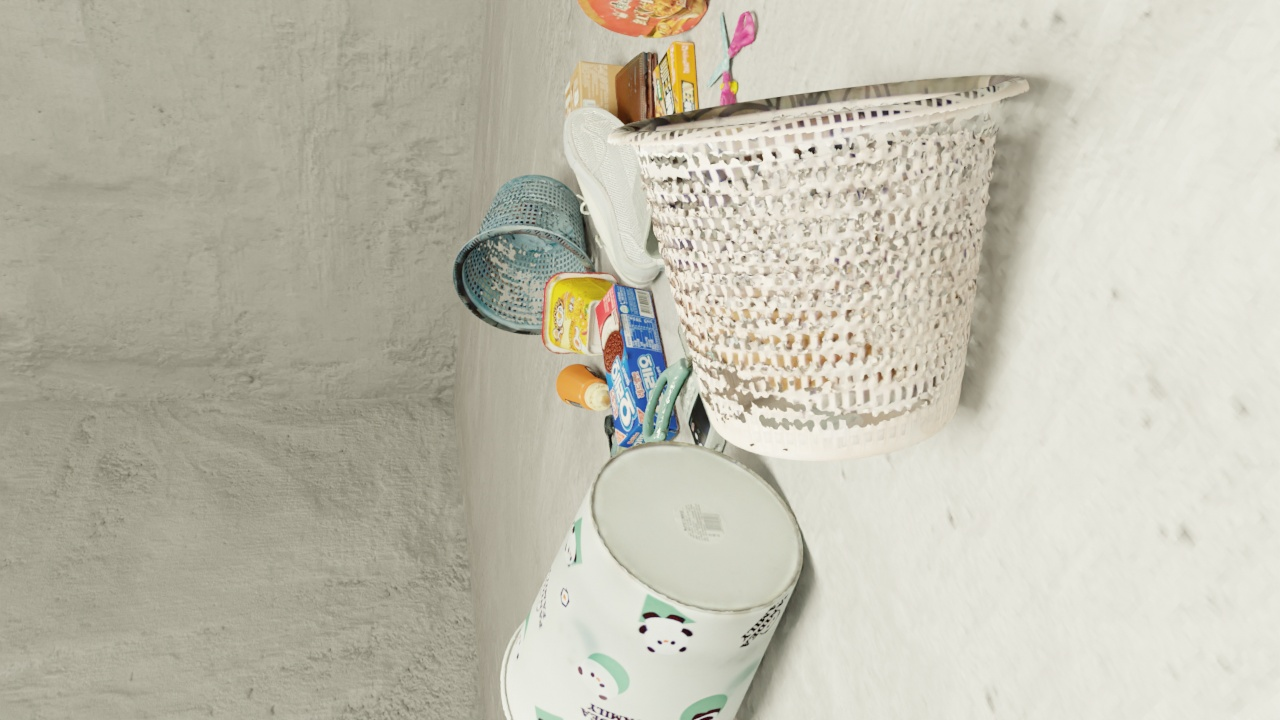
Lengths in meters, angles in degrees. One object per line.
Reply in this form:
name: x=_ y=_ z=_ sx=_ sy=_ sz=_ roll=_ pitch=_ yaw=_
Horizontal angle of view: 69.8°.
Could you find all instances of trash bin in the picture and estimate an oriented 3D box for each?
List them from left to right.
trash bin: x=-0.175 y=-0.187 z=1.485 sx=0.227 sy=0.226 sz=0.194 roll=108 pitch=168 yaw=-47
trash bin: x=0.011 y=0.223 z=0.812 sx=0.229 sy=0.229 sz=0.253 roll=-109 pitch=30 yaw=-47
trash bin: x=0.105 y=-0.055 z=0.539 sx=0.227 sy=0.227 sz=0.192 roll=-137 pitch=37 yaw=-68

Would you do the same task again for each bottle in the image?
bottle: x=-0.078 y=0.046 z=1.380 sx=0.149 sy=0.066 sz=0.067 roll=-158 pitch=69 yaw=-65

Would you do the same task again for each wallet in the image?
wallet: x=-0.004 y=-0.323 z=1.182 sx=0.101 sy=0.032 sz=0.124 roll=172 pitch=96 yaw=-70

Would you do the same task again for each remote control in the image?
remote control: x=0.059 y=0.040 z=0.977 sx=0.149 sy=0.021 sz=0.058 roll=-107 pitch=24 yaw=-47

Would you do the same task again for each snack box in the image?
snack box: x=-0.057 y=-0.349 z=1.275 sx=0.094 sy=0.077 sz=0.092 roll=153 pitch=116 yaw=-71
snack box: x=-0.007 y=0.006 z=1.113 sx=0.058 sy=0.057 sz=0.207 roll=-48 pitch=43 yaw=45
snack box: x=0.041 y=-0.272 z=1.034 sx=0.075 sy=0.026 sz=0.153 roll=145 pitch=123 yaw=-69

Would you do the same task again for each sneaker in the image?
sneaker: x=-0.030 y=-0.202 z=1.151 sx=0.091 sy=0.089 sz=0.242 roll=104 pitch=146 yaw=-71

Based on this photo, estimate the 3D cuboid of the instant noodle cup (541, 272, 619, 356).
instant noodle cup: x=-0.063 y=-0.056 z=1.255 sx=0.124 sy=0.116 sz=0.116 roll=27 pitch=116 yaw=59

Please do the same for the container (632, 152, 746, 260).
container: x=0.043 y=-0.168 z=0.925 sx=0.114 sy=0.090 sz=0.090 roll=-106 pitch=23 yaw=-51

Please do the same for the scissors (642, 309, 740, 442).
scissors: x=0.054 y=0.035 z=0.938 sx=0.175 sy=0.019 sz=0.170 roll=-63 pitch=29 yaw=18

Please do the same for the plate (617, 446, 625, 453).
plate: x=-0.010 y=0.194 z=1.159 sx=0.230 sy=0.027 sz=0.230 roll=-174 pitch=91 yaw=-77

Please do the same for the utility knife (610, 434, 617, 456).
utility knife: x=-0.016 y=0.044 z=1.238 sx=0.033 sy=0.015 sz=0.231 roll=-112 pitch=29 yaw=-51

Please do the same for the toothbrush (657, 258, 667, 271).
toothbrush: x=0.028 y=-0.214 z=1.076 sx=0.026 sy=0.027 sz=0.221 roll=15 pitch=-109 yaw=-64

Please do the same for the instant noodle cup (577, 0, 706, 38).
instant noodle cup: x=0.004 y=-0.431 z=0.988 sx=0.138 sy=0.138 sz=0.108 roll=153 pitch=125 yaw=-72

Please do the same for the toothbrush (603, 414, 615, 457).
toothbrush: x=-0.033 y=0.162 z=1.302 sx=0.018 sy=0.014 sz=0.189 roll=-46 pitch=46 yaw=50

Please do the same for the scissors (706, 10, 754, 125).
scissors: x=0.087 y=-0.295 z=0.904 sx=0.136 sy=0.017 sz=0.133 roll=120 pitch=150 yaw=-64
